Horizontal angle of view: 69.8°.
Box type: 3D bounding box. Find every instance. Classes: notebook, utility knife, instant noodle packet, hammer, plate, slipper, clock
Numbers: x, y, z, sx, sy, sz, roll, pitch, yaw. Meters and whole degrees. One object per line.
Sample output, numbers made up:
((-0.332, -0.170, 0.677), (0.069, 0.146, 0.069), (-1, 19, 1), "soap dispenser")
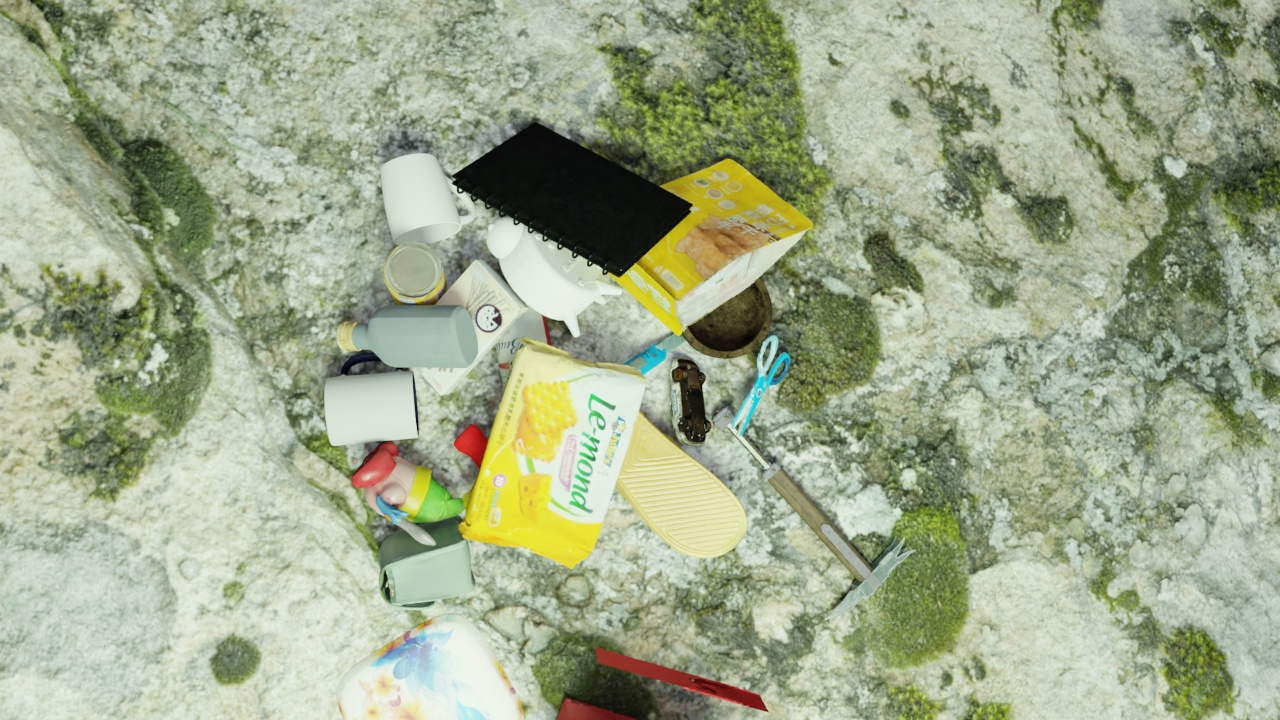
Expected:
((-0.079, -0.190, 1.059), (0.231, 0.019, 0.168), (30, 48, 15), "notebook")
((-0.007, 0.007, 1.134), (0.208, 0.015, 0.031), (-34, 81, -26), "utility knife")
((0.077, -0.152, 1.111), (0.221, 0.084, 0.163), (-34, 57, -18), "instant noodle packet")
((0.200, 0.183, 1.183), (0.147, 0.028, 0.317), (-43, 96, -10), "hammer")
((-0.249, 0.417, 1.096), (0.186, 0.016, 0.187), (-30, 94, -10), "plate")
((0.015, 0.140, 1.127), (0.099, 0.078, 0.263), (-43, 79, -11), "slipper")
((-0.099, -0.118, 1.079), (0.073, 0.125, 0.161), (-39, 99, 29), "clock")

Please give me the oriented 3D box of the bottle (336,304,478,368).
((-0.270, -0.027, 1.048), (0.161, 0.046, 0.072), (1, 124, 18), "bottle")

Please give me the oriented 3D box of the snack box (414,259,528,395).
((-0.209, -0.038, 1.074), (0.150, 0.026, 0.082), (-45, 82, 16), "snack box")

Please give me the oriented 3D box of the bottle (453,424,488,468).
((-0.171, 0.127, 1.109), (0.119, 0.036, 0.036), (43, 81, -7), "bottle")

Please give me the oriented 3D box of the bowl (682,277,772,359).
((0.099, -0.060, 1.155), (0.121, 0.056, 0.121), (1, 85, -9), "bowl")

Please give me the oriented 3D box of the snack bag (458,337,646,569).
((-0.103, 0.105, 1.045), (0.159, 0.068, 0.247), (19, 88, -25), "snack bag")

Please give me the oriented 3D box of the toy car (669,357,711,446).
((0.057, 0.052, 1.150), (0.048, 0.041, 0.112), (11, 68, -44), "toy car")

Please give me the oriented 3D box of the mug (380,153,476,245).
((-0.249, -0.192, 1.091), (0.114, 0.081, 0.087), (-12, 83, -42), "mug")

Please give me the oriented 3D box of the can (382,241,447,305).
((-0.259, -0.094, 1.063), (0.067, 0.105, 0.067), (1, 84, -9), "can")

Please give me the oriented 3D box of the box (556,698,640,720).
((0.018, 0.470, 0.997), (0.211, 0.316, 0.123), (20, 73, -9), "box")

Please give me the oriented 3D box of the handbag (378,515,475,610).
((-0.246, 0.232, 1.048), (0.106, 0.122, 0.067), (-12, 99, -14), "handbag")

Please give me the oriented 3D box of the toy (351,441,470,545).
((-0.257, 0.150, 1.047), (0.096, 0.124, 0.131), (-41, 99, -5), "toy")

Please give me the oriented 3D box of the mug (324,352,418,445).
((-0.313, 0.041, 1.071), (0.097, 0.079, 0.111), (-5, 61, -11), "mug")

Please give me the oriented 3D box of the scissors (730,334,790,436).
((0.154, 0.040, 1.164), (0.014, 0.090, 0.141), (18, 82, 35), "scissors")

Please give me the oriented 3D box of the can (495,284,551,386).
((-0.139, -0.007, 1.104), (0.067, 0.067, 0.170), (-11, 91, -11), "can")
